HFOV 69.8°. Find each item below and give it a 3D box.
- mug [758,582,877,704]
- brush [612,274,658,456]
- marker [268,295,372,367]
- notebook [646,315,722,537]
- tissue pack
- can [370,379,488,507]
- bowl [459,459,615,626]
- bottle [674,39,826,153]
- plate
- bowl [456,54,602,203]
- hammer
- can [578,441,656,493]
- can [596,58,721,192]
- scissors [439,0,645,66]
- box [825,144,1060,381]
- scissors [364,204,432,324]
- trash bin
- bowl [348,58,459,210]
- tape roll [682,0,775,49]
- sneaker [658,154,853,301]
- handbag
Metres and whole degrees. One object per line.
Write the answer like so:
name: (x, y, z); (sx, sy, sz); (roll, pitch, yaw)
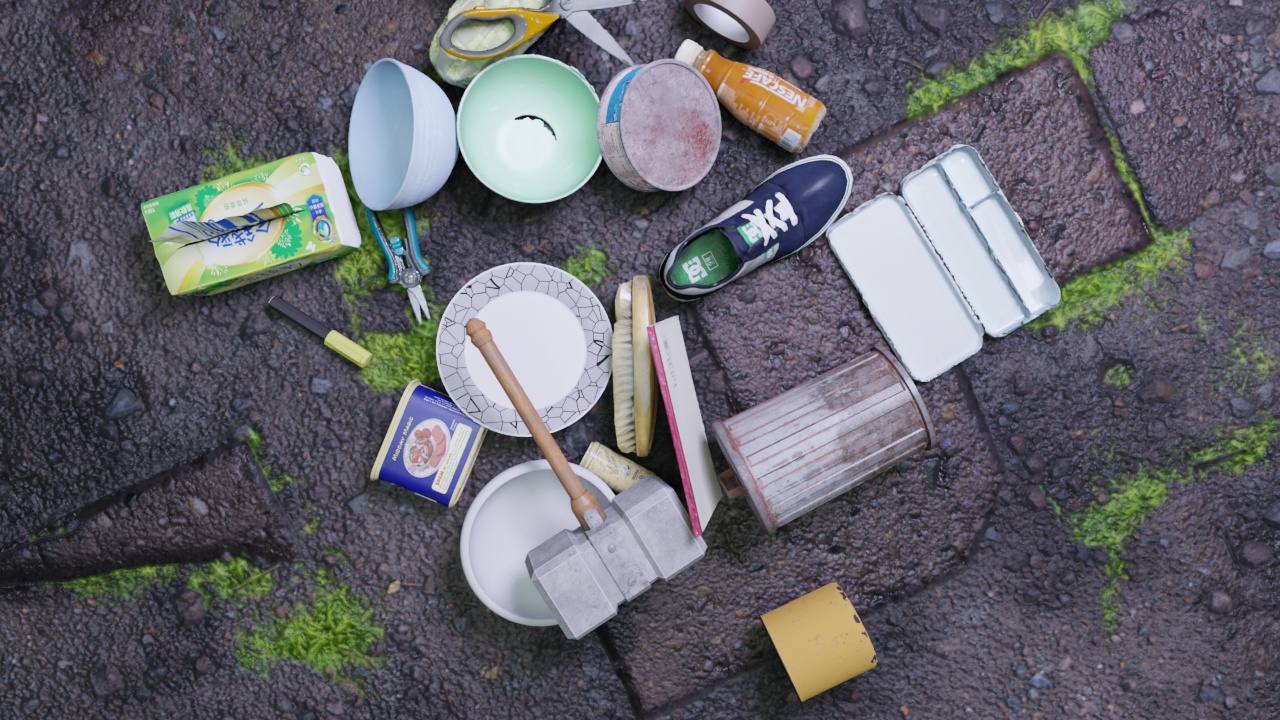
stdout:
mug: (0.195, 0.307, 0.991); (0.094, 0.100, 0.124); (-25, 134, 0)
brush: (-0.006, 0.006, 0.987); (0.043, 0.059, 0.195); (-1, 92, 9)
marker: (-0.352, -0.032, 1.004); (0.124, 0.021, 0.017); (32, 92, 0)
notebook: (0.047, 0.060, 0.944); (0.012, 0.153, 0.209); (-12, 93, 13)
tissue pack: (-0.405, -0.139, 0.937); (0.198, 0.141, 0.120); (-23, 93, 1)
can: (-0.224, 0.092, 0.994); (0.092, 0.056, 0.116); (23, 93, -2)
bowl: (-0.105, 0.190, 0.987); (0.176, 0.066, 0.176); (-1, 95, -12)
bottle: (0.112, -0.283, 0.969); (0.167, 0.059, 0.059); (31, 93, 2)
plate: (-0.124, -0.012, 0.991); (0.188, 0.016, 0.188); (1, 81, -6)
bowl: (-0.115, -0.234, 0.958); (0.151, 0.077, 0.151); (0, 92, -10)
hammer: (-0.084, 0.096, 0.906); (0.162, 0.083, 0.317); (-32, 100, -8)
can: (-0.026, 0.122, 1.003); (0.079, 0.038, 0.038); (29, 93, -1)
can: (0.020, -0.240, 0.944); (0.129, 0.044, 0.130); (-6, 101, -36)
scissors: (-0.090, -0.363, 0.884); (0.225, 0.016, 0.217); (-15, 118, -15)
box: (0.328, -0.103, 0.995); (0.189, 0.037, 0.209); (-34, 92, 10)
scissors: (-0.263, -0.117, 0.999); (0.144, 0.019, 0.126); (31, 88, -8)
trash bin: (0.180, 0.085, 0.956); (0.211, 0.131, 0.131); (-27, 93, 0)
bowl: (-0.236, -0.227, 0.948); (0.074, 0.151, 0.150); (0, 94, -41)
tape roll: (0.091, -0.361, 0.946); (0.093, 0.093, 0.030); (31, 93, -2)
sneaker: (0.126, -0.139, 0.967); (0.235, 0.079, 0.084); (-33, 92, 2)
handbag: (-0.154, -0.371, 0.940); (0.117, 0.113, 0.186); (45, 93, 5)
